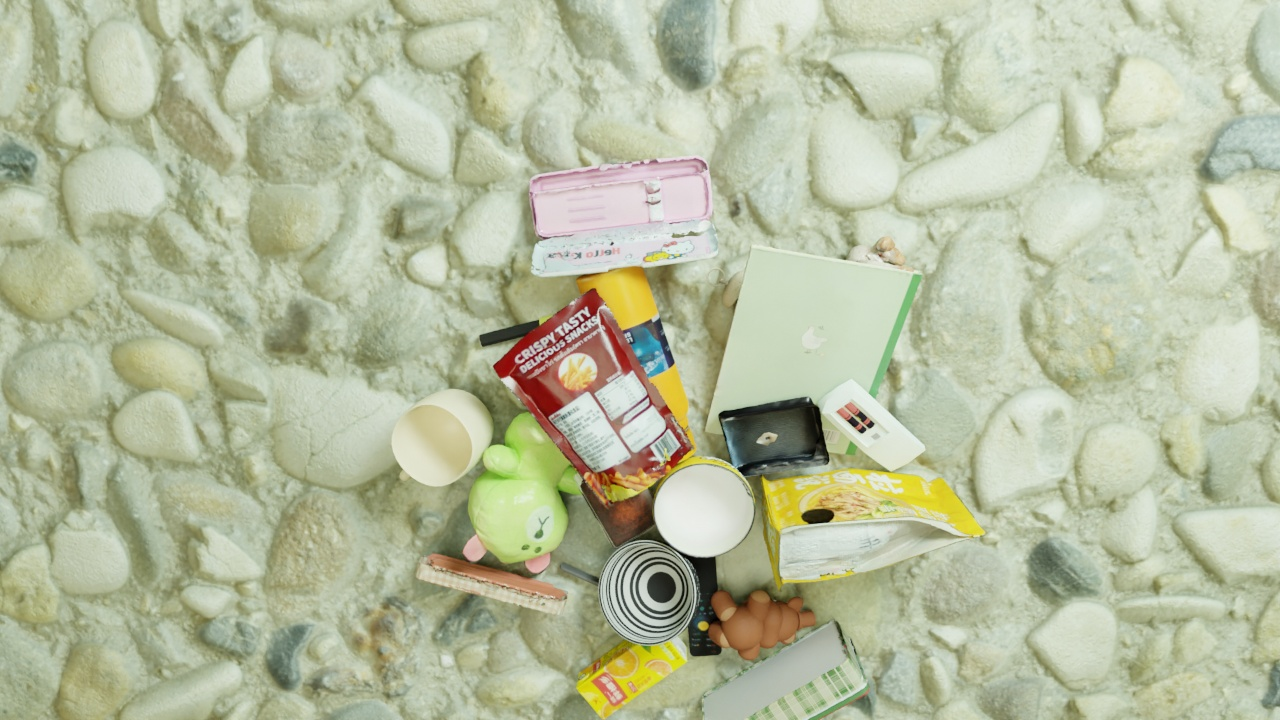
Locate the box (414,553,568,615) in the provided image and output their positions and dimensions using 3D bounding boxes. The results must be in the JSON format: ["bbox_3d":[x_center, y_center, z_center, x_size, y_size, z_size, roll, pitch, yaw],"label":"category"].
[{"bbox_3d":[-0.179,0.268,1.107,0.187,0.082,0.041,16,92,0],"label":"box"}]

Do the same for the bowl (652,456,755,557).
[{"bbox_3d":[0.073,0.164,1.074,0.117,0.067,0.117,1,103,2],"label":"bowl"}]

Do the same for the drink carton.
[{"bbox_3d":[-0.011,0.382,1.142,0.135,0.043,0.058,-38,97,9],"label":"drink carton"}]

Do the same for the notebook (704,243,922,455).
[{"bbox_3d":[0.184,-0.003,1.015,0.182,0.010,0.253,10,125,0],"label":"notebook"}]

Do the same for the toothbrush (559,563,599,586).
[{"bbox_3d":[-0.023,0.286,1.134,0.167,0.012,0.013,25,111,-4],"label":"toothbrush"}]

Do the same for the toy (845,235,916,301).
[{"bbox_3d":[0.243,-0.092,1.005,0.106,0.085,0.074,-12,81,13],"label":"toy"}]

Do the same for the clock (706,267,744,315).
[{"bbox_3d":[0.136,-0.063,1.026,0.141,0.054,0.093,29,103,-7],"label":"clock"}]

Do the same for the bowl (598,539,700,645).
[{"bbox_3d":[0.017,0.274,1.096,0.120,0.066,0.120,-3,82,19],"label":"bowl"}]

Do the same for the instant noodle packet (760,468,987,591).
[{"bbox_3d":[0.249,0.173,1.022,0.221,0.163,0.084,-8,101,3],"label":"instant noodle packet"}]

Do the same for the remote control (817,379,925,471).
[{"bbox_3d":[0.263,0.078,1.044,0.143,0.024,0.050,39,118,-24],"label":"remote control"}]

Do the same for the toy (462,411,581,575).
[{"bbox_3d":[-0.131,0.147,1.063,0.150,0.107,0.197,20,110,-44],"label":"toy"}]

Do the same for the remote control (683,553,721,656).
[{"bbox_3d":[0.076,0.296,1.130,0.041,0.020,0.152,-4,104,2],"label":"remote control"}]

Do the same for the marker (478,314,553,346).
[{"bbox_3d":[-0.126,-0.037,1.057,0.124,0.021,0.017,-14,102,6],"label":"marker"}]

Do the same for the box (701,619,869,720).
[{"bbox_3d":[0.170,0.400,1.104,0.206,0.117,0.051,-32,95,7],"label":"box"}]

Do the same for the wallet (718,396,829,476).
[{"bbox_3d":[0.154,0.087,1.057,0.115,0.026,0.089,-9,123,13],"label":"wallet"}]

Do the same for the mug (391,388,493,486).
[{"bbox_3d":[-0.227,0.090,1.051,0.096,0.099,0.120,45,107,-2],"label":"mug"}]

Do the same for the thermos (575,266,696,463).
[{"bbox_3d":[-0.006,0.006,1.040,0.092,0.076,0.233,-11,105,34],"label":"thermos"}]

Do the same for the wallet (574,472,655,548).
[{"bbox_3d":[-0.024,0.161,1.066,0.072,0.019,0.123,-32,129,-10],"label":"wallet"}]

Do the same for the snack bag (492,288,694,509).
[{"bbox_3d":[-0.045,0.045,0.977,0.139,0.066,0.208,-36,102,-5],"label":"snack bag"}]

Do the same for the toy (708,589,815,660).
[{"bbox_3d":[0.149,0.314,1.114,0.127,0.065,0.095,-1,112,-23],"label":"toy"}]

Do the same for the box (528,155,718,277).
[{"bbox_3d":[-0.019,-0.150,1.005,0.201,0.077,0.146,-6,72,3],"label":"box"}]
